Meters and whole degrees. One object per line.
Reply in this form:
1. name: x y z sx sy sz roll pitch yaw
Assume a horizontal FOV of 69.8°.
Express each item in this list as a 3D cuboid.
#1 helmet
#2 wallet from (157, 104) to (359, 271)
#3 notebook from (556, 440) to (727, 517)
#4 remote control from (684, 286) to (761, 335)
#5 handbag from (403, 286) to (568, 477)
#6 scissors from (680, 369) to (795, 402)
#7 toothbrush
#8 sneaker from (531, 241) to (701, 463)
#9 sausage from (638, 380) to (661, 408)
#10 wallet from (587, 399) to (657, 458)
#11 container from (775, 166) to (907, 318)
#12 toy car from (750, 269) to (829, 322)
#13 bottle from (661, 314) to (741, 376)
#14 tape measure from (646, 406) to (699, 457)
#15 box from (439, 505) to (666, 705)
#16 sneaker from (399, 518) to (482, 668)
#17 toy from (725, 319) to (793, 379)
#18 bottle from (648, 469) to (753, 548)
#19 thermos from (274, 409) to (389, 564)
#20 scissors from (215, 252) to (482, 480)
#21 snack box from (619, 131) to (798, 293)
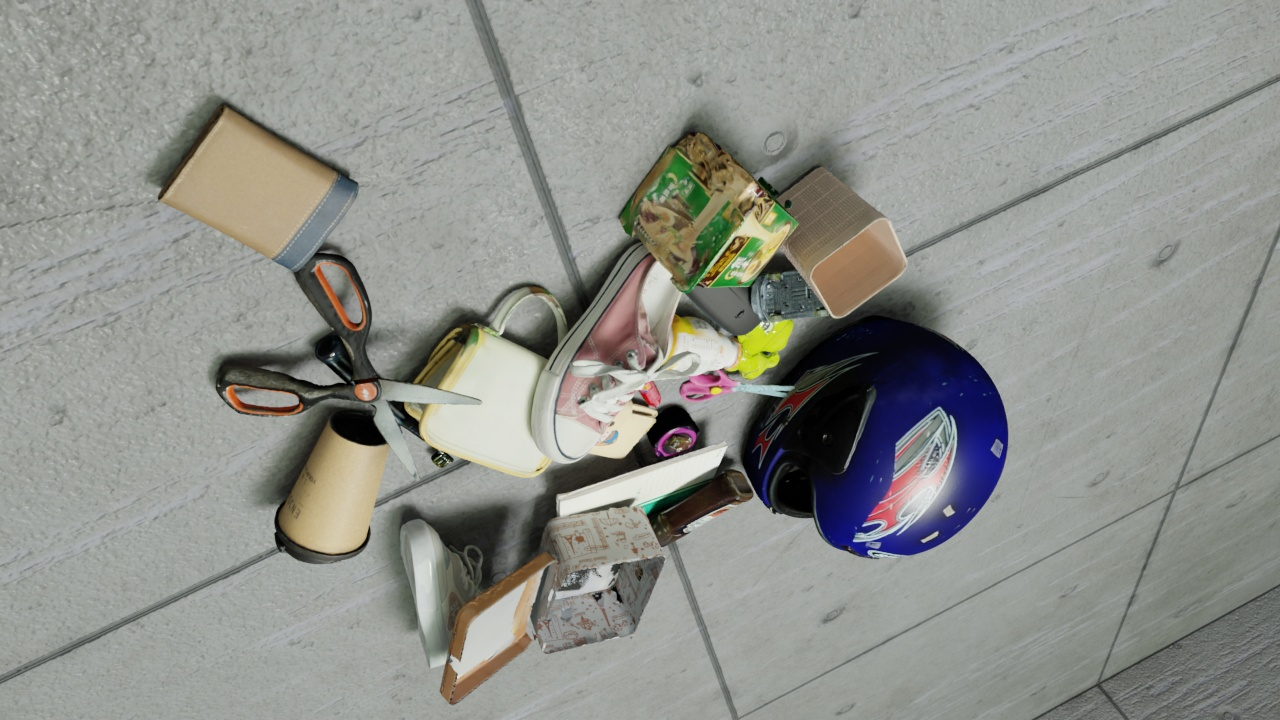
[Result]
1. helmet: 0.283 0.115 1.087 0.247 0.240 0.316 16 121 -37
2. wallet: -0.284 -0.126 0.689 0.090 0.033 0.115 -47 134 13
3. notebook: -0.002 0.164 1.111 0.209 0.012 0.151 -17 152 -15
4. remote control: 0.082 -0.068 0.939 0.053 0.024 0.136 -43 125 11
5. handbag: -0.126 0.014 0.901 0.163 0.063 0.179 28 97 -44
6. scissors: 0.115 0.025 1.042 0.137 0.017 0.073 1 143 -7
7. toothbrush: -0.238 0.047 0.883 0.027 0.026 0.213 -41 139 -8
8. sneaker: -0.020 0.002 0.878 0.118 0.088 0.241 24 99 -42
9. sausage: -0.006 0.006 0.981 0.020 0.020 0.156 -29 137 -2
10. wallet: -0.042 0.072 1.016 0.115 0.024 0.087 17 124 -38
11. container: 0.186 -0.120 0.902 0.090 0.111 0.090 -37 137 6
12. toy car: 0.161 -0.070 0.971 0.120 0.037 0.054 -10 100 -39
13. bottle: 0.055 -0.014 0.963 0.108 0.063 0.063 9 125 -35
14. tape measure: 0.038 0.084 1.063 0.057 0.039 0.057 22 117 -41
15. box: -0.109 0.279 1.056 0.259 0.110 0.179 -7 135 -26
16. sneaker: -0.217 0.266 1.056 0.090 0.089 0.243 -16 136 -19
17. toy: 0.134 -0.022 1.024 0.096 0.031 0.100 24 120 -40
18. bottle: 0.048 0.203 1.162 0.195 0.044 0.079 -34 160 18
19. thermos: -0.291 0.122 0.883 0.093 0.093 0.143 10 117 -36
20. scissors: -0.255 0.014 0.792 0.221 0.021 0.235 -9 115 1
21. snack box: 0.072 -0.126 0.840 0.105 0.118 0.118 13 123 -49
